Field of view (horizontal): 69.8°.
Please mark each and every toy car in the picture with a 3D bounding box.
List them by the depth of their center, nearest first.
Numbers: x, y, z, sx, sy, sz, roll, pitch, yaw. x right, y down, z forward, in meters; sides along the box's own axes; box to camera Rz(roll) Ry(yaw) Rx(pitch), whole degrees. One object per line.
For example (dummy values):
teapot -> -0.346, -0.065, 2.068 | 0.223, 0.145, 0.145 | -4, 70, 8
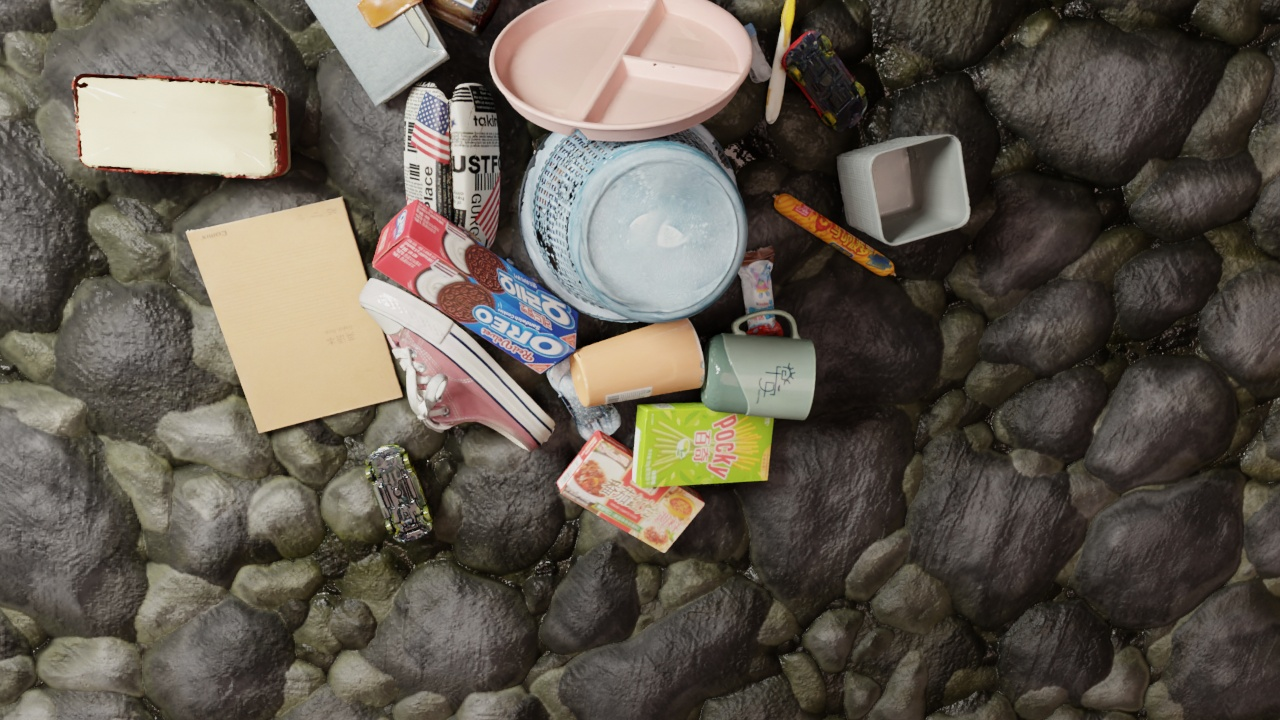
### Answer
toy car -> 0.184, -0.276, 0.915 | 0.049, 0.031, 0.106 | -46, 117, 4
toy car -> -0.252, 0.139, 0.966 | 0.048, 0.032, 0.105 | -20, 96, -2
toy car -> -0.060, 0.037, 0.967 | 0.049, 0.031, 0.105 | -30, 106, -1

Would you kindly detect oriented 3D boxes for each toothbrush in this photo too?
toothbrush -> 0.142, -0.331, 0.904 | 0.016, 0.018, 0.191 | 5, 107, -8

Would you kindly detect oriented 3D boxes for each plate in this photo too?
plate -> -0.017, -0.263, 0.807 | 0.229, 0.229, 0.028 | -9, 140, -6

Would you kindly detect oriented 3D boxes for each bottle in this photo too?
bottle -> -0.141, -0.398, 0.827 | 0.080, 0.044, 0.195 | 22, 100, -10

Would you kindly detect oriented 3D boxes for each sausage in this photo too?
sausage -> 0.204, -0.131, 0.964 | 0.165, 0.021, 0.021 | 29, 99, -15

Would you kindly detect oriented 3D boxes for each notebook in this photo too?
notebook -> -0.339, -0.044, 0.913 | 0.149, 0.012, 0.211 | -14, 107, -6

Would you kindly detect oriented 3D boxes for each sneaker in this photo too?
sneaker -> -0.193, 0.022, 0.907 | 0.241, 0.118, 0.087 | 45, 74, -22

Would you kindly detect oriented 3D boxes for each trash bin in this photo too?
trash bin -> 0.003, -0.126, 0.845 | 0.226, 0.195, 0.227 | -2, 106, -8

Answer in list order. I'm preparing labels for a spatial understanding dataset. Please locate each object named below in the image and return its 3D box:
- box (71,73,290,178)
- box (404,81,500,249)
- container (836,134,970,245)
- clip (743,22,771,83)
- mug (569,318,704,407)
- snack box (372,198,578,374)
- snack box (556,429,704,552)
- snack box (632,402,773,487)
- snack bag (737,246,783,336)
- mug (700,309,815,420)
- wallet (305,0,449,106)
box -> -0.408, -0.207, 0.822 | 0.168, 0.078, 0.091 | 1, 104, -8
box -> -0.186, -0.184, 0.882 | 0.087, 0.075, 0.162 | 9, 110, 20
container -> 0.254, -0.173, 0.911 | 0.090, 0.114, 0.090 | -15, 107, -4
clip -> 0.110, -0.301, 0.904 | 0.025, 0.036, 0.058 | -27, 107, -3
mug -> -0.006, 0.005, 0.930 | 0.122, 0.078, 0.078 | -15, 107, -15
snack box -> -0.150, -0.066, 0.876 | 0.057, 0.058, 0.207 | -33, 129, 30
snack box -> -0.009, 0.143, 0.993 | 0.153, 0.025, 0.075 | 35, 99, -26
snack box -> 0.069, 0.088, 0.979 | 0.156, 0.026, 0.086 | 1, 101, -25
snack bag -> 0.124, -0.067, 0.966 | 0.045, 0.026, 0.105 | -8, 108, 7
mug -> 0.120, 0.002, 0.941 | 0.106, 0.082, 0.112 | 5, 95, -1
wallet -> -0.239, -0.308, 0.820 | 0.107, 0.036, 0.130 | -21, 110, 32
